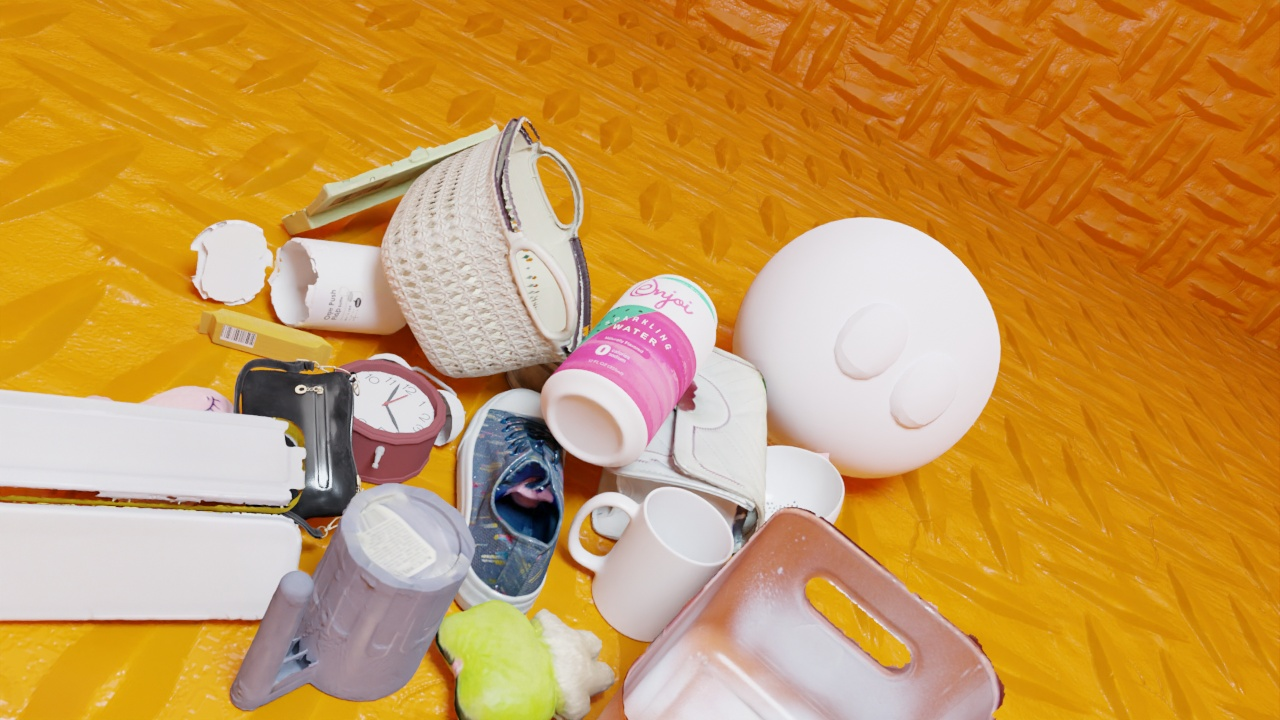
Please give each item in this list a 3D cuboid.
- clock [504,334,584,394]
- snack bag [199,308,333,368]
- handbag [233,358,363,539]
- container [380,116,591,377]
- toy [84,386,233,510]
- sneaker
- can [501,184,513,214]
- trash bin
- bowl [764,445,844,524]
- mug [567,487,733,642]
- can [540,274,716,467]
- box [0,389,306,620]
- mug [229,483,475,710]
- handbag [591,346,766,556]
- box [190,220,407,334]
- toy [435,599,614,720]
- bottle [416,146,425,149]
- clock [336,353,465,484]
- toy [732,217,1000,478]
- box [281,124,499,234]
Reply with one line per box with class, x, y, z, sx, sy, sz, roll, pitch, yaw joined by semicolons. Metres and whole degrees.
clock;-0.082;-0.008;0.875;0.092;0.055;0.140;7;39;-35
snack bag;-0.296;-0.017;0.728;0.099;0.026;0.020;17;33;-20
handbag;-0.225;0.056;0.611;0.079;0.054;0.128;-6;68;-13
container;-0.123;-0.094;0.802;0.251;0.143;0.185;-93;163;-60
toy;-0.316;0.054;0.584;0.105;0.053;0.108;6;37;-11
sneaker;-0.093;0.085;0.699;0.087;0.079;0.235;22;31;-15
can;-0.180;-0.150;0.968;0.086;0.087;0.116;24;31;-12
trash bin;0.078;0.234;0.550;0.181;0.158;0.259;39;32;14
bowl;0.125;0.132;0.826;0.115;0.051;0.114;-5;33;3
mug;0.000;0.143;0.683;0.110;0.091;0.073;30;30;0
can;-0.004;0.004;0.723;0.088;0.088;0.165;33;44;5
box;-0.297;0.081;0.509;0.209;0.046;0.128;9;71;-31
mug;-0.165;0.140;0.528;0.084;0.104;0.123;45;33;22
handbag;0.042;0.068;0.797;0.142;0.096;0.198;10;32;0
box;-0.276;-0.063;0.759;0.094;0.084;0.165;36;21;34
toy;-0.070;0.196;0.589;0.117;0.043;0.092;8;39;-37
bottle;-0.204;-0.213;1.087;0.136;0.044;0.044;26;30;-8
clock;-0.194;0.041;0.708;0.096;0.048;0.137;34;31;7
toy;0.220;-0.011;0.962;0.263;0.265;0.281;41;-1;-10
box;-0.234;-0.170;0.870;0.186;0.139;0.030;-32;105;-36
